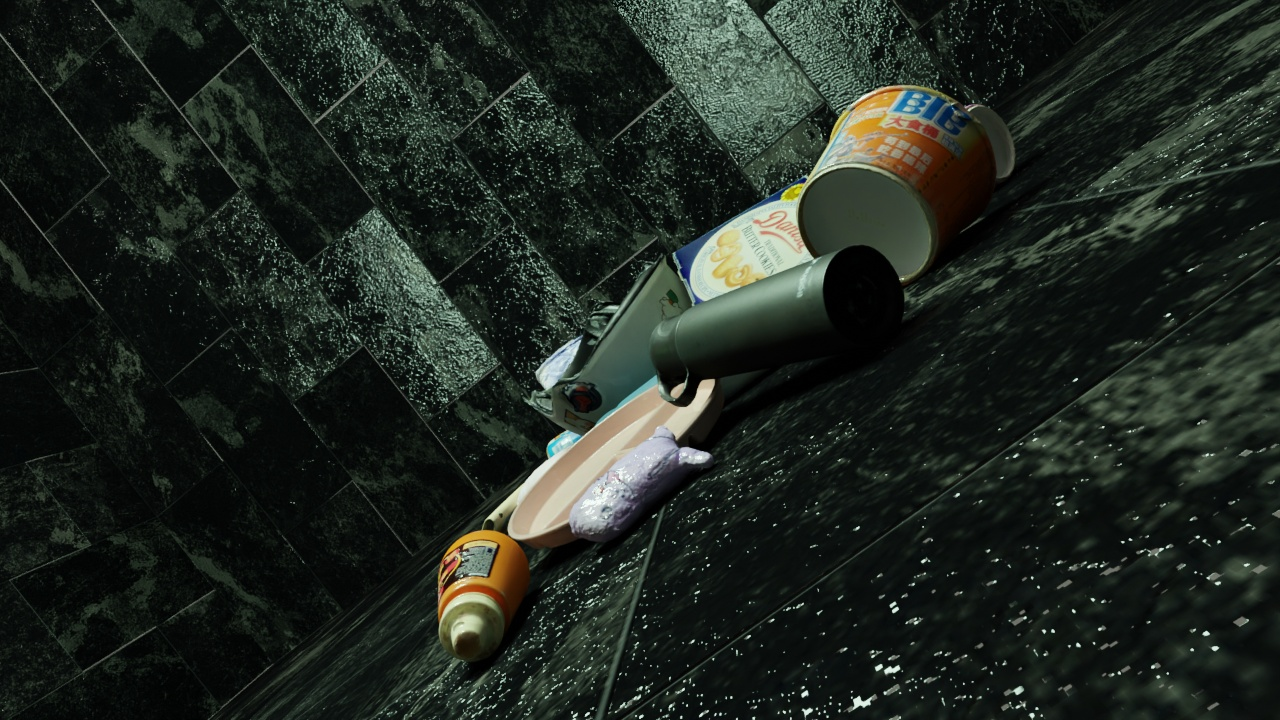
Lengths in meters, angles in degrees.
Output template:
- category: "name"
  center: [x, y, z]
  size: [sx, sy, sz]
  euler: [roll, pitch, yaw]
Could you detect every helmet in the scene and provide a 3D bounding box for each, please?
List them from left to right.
- category: "helmet"
  center: [-0.007, 0.007, 1.125]
  size: [0.275, 0.157, 0.229]
  euler: [-37, 16, 52]

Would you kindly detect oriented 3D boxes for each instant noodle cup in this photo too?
- category: "instant noodle cup"
  center: [0.208, -0.138, 0.774]
  size: [0.111, 0.151, 0.152]
  euler: [-49, 8, -37]
- category: "instant noodle cup"
  center: [0.322, -0.208, 0.952]
  size: [0.111, 0.111, 0.099]
  euler: [-39, 8, -33]

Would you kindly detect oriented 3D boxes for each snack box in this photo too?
- category: "snack box"
  center: [0.137, -0.106, 0.990]
  size: [0.183, 0.046, 0.177]
  euler: [-31, 34, 9]

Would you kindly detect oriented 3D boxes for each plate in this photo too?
- category: "plate"
  center: [-0.018, 0.086, 0.806]
  size: [0.230, 0.028, 0.229]
  euler: [-36, 11, 8]

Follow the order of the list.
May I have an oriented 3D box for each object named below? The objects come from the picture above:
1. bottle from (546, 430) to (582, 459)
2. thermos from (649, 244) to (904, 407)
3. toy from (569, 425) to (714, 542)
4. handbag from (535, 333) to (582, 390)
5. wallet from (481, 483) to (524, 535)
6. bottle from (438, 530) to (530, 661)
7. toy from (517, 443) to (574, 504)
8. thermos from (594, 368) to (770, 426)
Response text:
- category: "bottle"
  center: [-0.036, 0.085, 1.323]
  size: [0.219, 0.065, 0.065]
  euler: [-38, 1, 11]
- category: "thermos"
  center: [0.086, -0.014, 0.691]
  size: [0.243, 0.068, 0.089]
  euler: [-19, 50, 61]
- category: "toy"
  center: [-0.004, 0.092, 0.656]
  size: [0.108, 0.039, 0.084]
  euler: [-37, 22, -16]
- category: "handbag"
  center: [-0.057, 0.041, 1.373]
  size: [0.134, 0.075, 0.194]
  euler: [-36, -35, 9]
- category: "wallet"
  center: [-0.181, 0.212, 1.201]
  size: [0.087, 0.024, 0.115]
  euler: [-66, -10, 26]
- category: "bottle"
  center: [-0.111, 0.165, 0.629]
  size: [0.067, 0.067, 0.149]
  euler: [-38, 8, 0]
- category: "toy"
  center: [-0.096, 0.140, 1.186]
  size: [0.122, 0.054, 0.159]
  euler: [-43, 1, 46]
- category: "thermos"
  center: [0.042, 0.033, 0.924]
  size: [0.221, 0.070, 0.070]
  euler: [-38, 1, 25]
